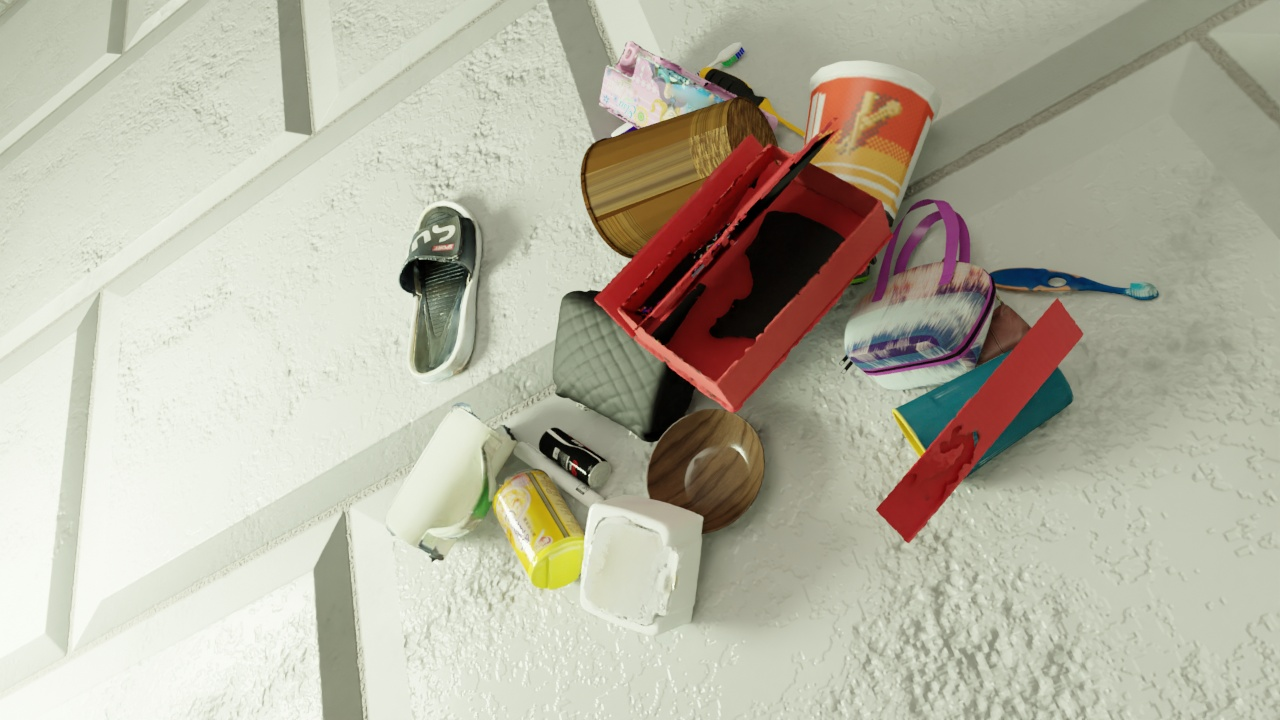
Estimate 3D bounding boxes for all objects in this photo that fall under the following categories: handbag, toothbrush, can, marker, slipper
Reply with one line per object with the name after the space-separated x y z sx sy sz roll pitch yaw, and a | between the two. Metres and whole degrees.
0.292 -0.048 0.799 0.055 0.029 0.119 -33 49 19 | handbag
0.358 -0.065 0.769 0.135 0.017 0.021 11 70 34 | toothbrush
0.131 -0.278 1.008 0.197 0.030 0.031 43 104 34 | toothbrush
-0.006 0.005 0.929 0.154 0.114 0.125 24 106 34 | handbag
-0.097 0.165 0.901 0.068 0.067 0.105 -43 52 6 | can
-0.083 0.119 0.948 0.020 0.017 0.134 -32 43 -33 | marker
-0.255 -0.100 1.134 0.111 0.063 0.263 -16 62 24 | slipper
-0.068 0.099 0.938 0.080 0.031 0.031 29 84 38 | can
0.043 -0.316 1.087 0.187 0.016 0.015 -33 54 16 | toothbrush
0.245 -0.066 0.806 0.145 0.068 0.169 -14 52 48 | handbag
-0.188 0.125 0.924 0.151 0.074 0.176 -57 21 -4 | handbag

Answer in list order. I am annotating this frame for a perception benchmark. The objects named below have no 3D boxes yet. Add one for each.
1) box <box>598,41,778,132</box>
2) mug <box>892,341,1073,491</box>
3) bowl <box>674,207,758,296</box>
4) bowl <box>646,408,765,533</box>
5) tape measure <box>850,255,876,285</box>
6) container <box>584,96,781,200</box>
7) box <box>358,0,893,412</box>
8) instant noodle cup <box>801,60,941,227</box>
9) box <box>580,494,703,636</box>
0.040 -0.282 1.023 0.230 0.063 0.085 39 107 33 | box
0.275 0.040 0.735 0.121 0.078 0.078 -33 54 7 | mug
0.104 -0.066 0.876 0.150 0.075 0.150 -3 57 4 | bowl
0.065 0.106 0.853 0.119 0.032 0.119 -14 60 25 | bowl
0.200 -0.103 0.856 0.036 0.065 0.058 -10 69 18 | tape measure
0.045 -0.188 0.931 0.168 0.132 0.132 -14 60 37 | container
-0.006 -0.167 0.788 0.425 0.128 0.212 43 85 4 | box
0.207 -0.196 0.869 0.124 0.123 0.121 10 80 34 | instant noodle cup
-0.011 0.183 0.800 0.103 0.101 0.108 11 100 35 | box
